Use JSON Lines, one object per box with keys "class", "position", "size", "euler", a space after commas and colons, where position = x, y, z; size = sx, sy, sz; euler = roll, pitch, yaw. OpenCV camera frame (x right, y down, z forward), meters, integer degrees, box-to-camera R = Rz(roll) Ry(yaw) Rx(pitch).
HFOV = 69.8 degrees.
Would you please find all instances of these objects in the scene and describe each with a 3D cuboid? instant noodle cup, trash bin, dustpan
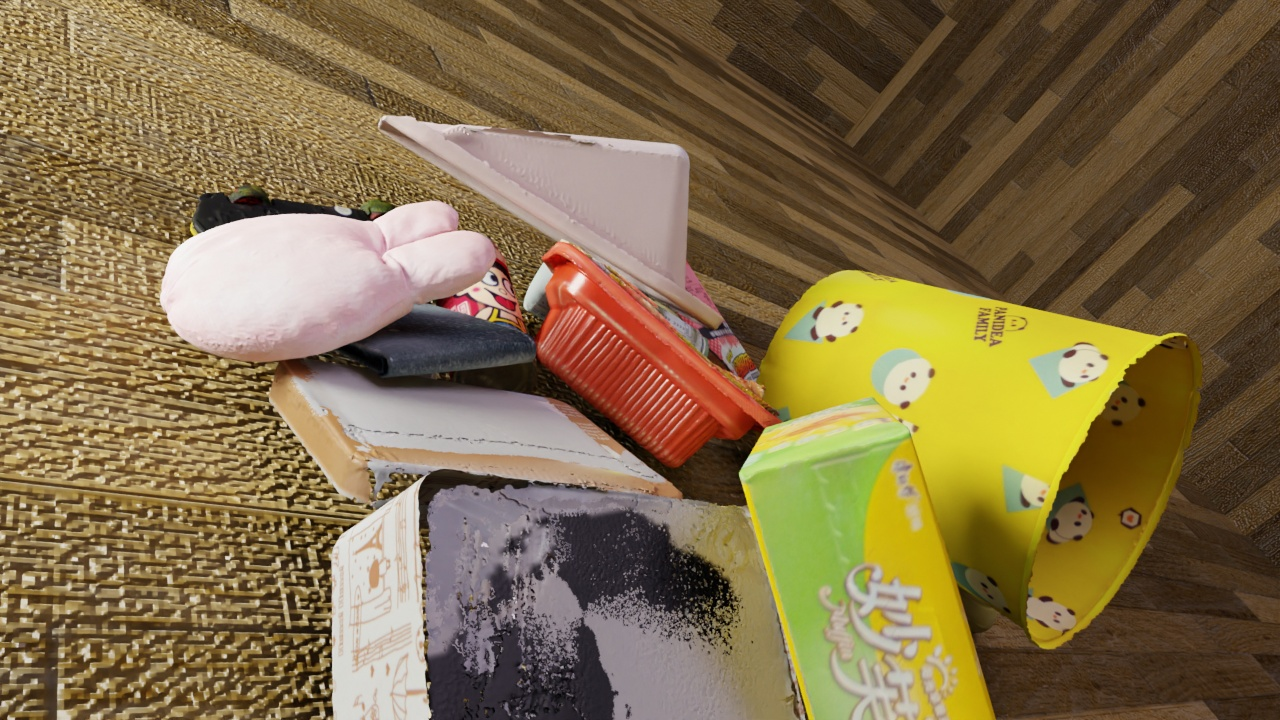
{"class": "instant noodle cup", "position": [-0.004, 0.004, 0.617], "size": [0.189, 0.079, 0.164], "euler": [39, -3, -8]}
{"class": "trash bin", "position": [0.241, 0.050, 0.701], "size": [0.229, 0.230, 0.255], "euler": [13, 10, -46]}
{"class": "dustpan", "position": [-0.067, -0.097, 0.684], "size": [0.273, 0.139, 0.222], "euler": [2, 12, -14]}

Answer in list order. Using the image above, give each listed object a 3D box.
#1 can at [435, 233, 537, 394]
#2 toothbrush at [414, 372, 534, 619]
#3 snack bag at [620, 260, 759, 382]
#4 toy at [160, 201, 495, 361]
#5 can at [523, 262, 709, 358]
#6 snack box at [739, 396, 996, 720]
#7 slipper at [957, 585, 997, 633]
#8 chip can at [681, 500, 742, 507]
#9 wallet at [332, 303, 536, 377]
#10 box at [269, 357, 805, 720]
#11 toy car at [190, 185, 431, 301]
{"class": "can", "position": [-0.107, -0.030, 0.609], "size": [0.053, 0.053, 0.132], "euler": [22, 29, -34]}
{"class": "toothbrush", "position": [-0.091, 0.074, 0.492], "size": [0.189, 0.029, 0.021], "euler": [56, -9, 31]}
{"class": "snack bag", "position": [0.057, -0.029, 0.844], "size": [0.208, 0.073, 0.128], "euler": [50, 14, 13]}
{"class": "toy", "position": [-0.157, -0.045, 0.467], "size": [0.159, 0.054, 0.121], "euler": [-17, 37, -26]}
{"class": "can", "position": [-0.018, -0.030, 0.734], "size": [0.146, 0.058, 0.058], "euler": [31, 25, -20]}
{"class": "snack box", "position": [0.108, 0.105, 0.440], "size": [0.210, 0.070, 0.157], "euler": [-5, 78, -79]}
{"class": "slipper", "position": [0.270, 0.148, 0.814], "size": [0.091, 0.082, 0.190], "euler": [26, 29, -34]}
{"class": "chip can", "position": [0.083, 0.128, 0.583], "size": [0.221, 0.073, 0.072], "euler": [12, 35, -47]}
{"class": "wallet", "position": [-0.133, -0.015, 0.511], "size": [0.121, 0.019, 0.097], "euler": [18, 16, 39]}
{"class": "box", "position": [-0.050, 0.082, 0.403], "size": [0.178, 0.124, 0.273], "euler": [12, 34, -38]}
{"class": "toy car", "position": [-0.195, -0.069, 0.563], "size": [0.155, 0.041, 0.071], "euler": [2, 43, -43]}
